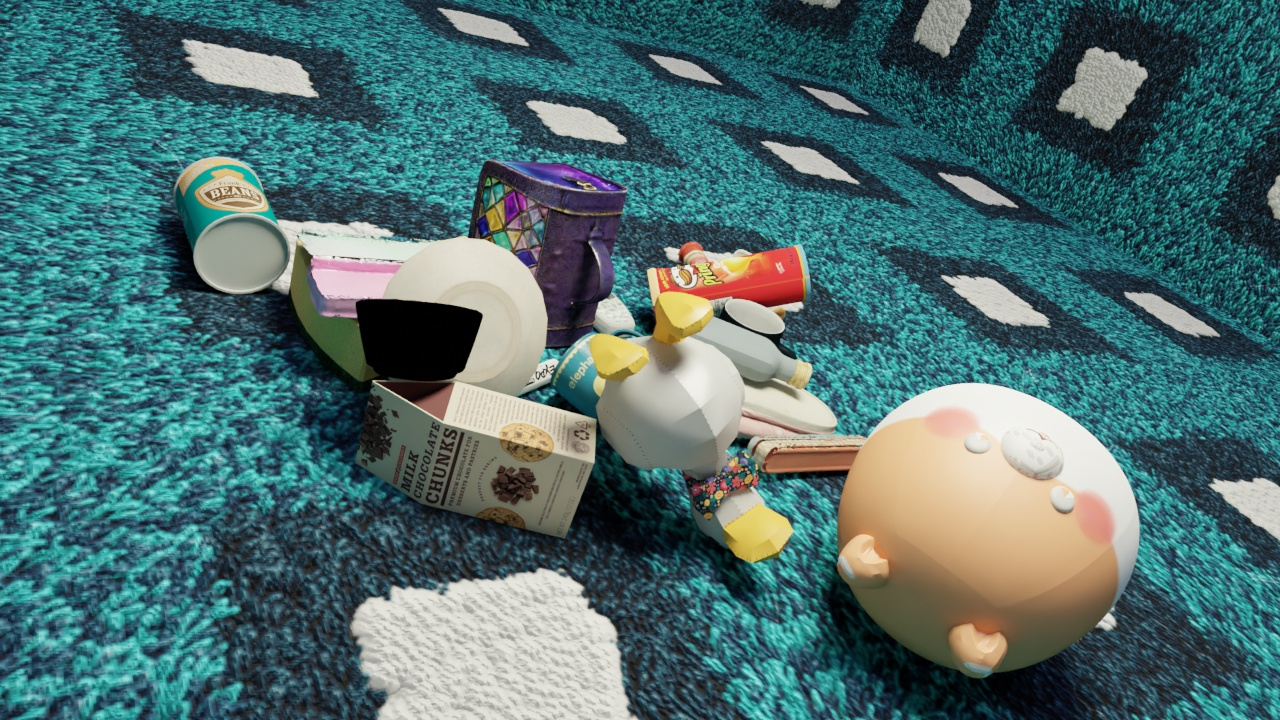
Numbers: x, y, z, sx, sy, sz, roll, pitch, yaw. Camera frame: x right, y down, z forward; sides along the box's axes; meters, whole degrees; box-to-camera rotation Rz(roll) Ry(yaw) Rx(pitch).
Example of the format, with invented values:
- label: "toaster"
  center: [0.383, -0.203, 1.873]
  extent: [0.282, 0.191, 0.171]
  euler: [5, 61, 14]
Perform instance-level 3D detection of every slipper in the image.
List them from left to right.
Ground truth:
- label: "slipper"
  center: [0.117, 0.052, 1.126]
  extent: [0.274, 0.055, 0.114]
  euler: [15, 28, -19]

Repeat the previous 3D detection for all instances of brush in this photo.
- label: "brush"
  center: [-0.257, -0.062, 1.054]
  extent: [0.249, 0.075, 0.195]
  euler: [-8, 40, -41]

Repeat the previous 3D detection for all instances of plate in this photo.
- label: "plate"
  center: [-0.176, -0.031, 0.947]
  extent: [0.188, 0.189, 0.027]
  euler: [0, 8, -33]

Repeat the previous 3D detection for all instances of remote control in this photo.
- label: "remote control"
  center: [-0.052, -0.069, 1.250]
  extent: [0.060, 0.028, 0.114]
  euler: [-1, 35, -35]

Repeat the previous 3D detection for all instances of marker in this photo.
- label: "marker"
  center: [-0.114, 0.016, 1.068]
  extent: [0.025, 0.025, 0.125]
  euler: [34, 31, 22]

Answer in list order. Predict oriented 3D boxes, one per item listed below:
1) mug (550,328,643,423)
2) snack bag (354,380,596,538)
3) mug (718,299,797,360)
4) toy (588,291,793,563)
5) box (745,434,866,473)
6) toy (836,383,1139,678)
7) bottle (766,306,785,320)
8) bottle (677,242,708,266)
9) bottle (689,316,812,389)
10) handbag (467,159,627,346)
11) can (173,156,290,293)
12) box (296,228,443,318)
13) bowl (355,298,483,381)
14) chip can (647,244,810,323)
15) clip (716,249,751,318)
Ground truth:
- label: "mug"
  center: [-0.027, 0.020, 1.036]
  extent: [0.104, 0.112, 0.084]
  euler: [39, -5, 16]
- label: "snack bag"
  center: [-0.154, 0.084, 0.852]
  extent: [0.206, 0.095, 0.069]
  euler: [16, 29, -10]
- label: "mug"
  center: [0.151, -0.012, 1.216]
  extent: [0.121, 0.095, 0.085]
  euler: [25, 29, 7]
- label: "toy"
  center: [0.040, 0.064, 0.891]
  extent: [0.140, 0.268, 0.247]
  euler: [-33, 38, -14]
- label: "box"
  center: [0.210, 0.114, 1.093]
  extent: [0.186, 0.053, 0.058]
  euler: [1, 76, -31]
- label: "toy"
  center: [0.315, 0.159, 0.864]
  extent: [0.263, 0.266, 0.279]
  euler: [37, 48, 22]
- label: "bottle"
  center: [0.170, -0.092, 1.397]
  extent: [0.063, 0.063, 0.108]
  euler: [-12, 43, -45]
- label: "bottle"
  center: [0.093, -0.148, 1.465]
  extent: [0.044, 0.044, 0.109]
  euler: [8, 31, -22]
- label: "bottle"
  center: [0.132, -0.008, 1.133]
  extent: [0.161, 0.046, 0.072]
  euler: [21, 26, -6]
- label: "handbag"
  center: [-0.111, -0.142, 1.160]
  extent: [0.125, 0.205, 0.222]
  euler: [-9, 35, -42]
- label: "can"
  center: [-0.469, -0.156, 1.050]
  extent: [0.099, 0.099, 0.144]
  euler: [-2, 36, -35]
- label: "box"
  center: [-0.248, -0.096, 1.000]
  extent: [0.230, 0.035, 0.159]
  euler: [0, 35, -33]
- label: "bowl"
  center: [-0.207, -0.019, 0.853]
  extent: [0.115, 0.062, 0.115]
  euler: [7, 9, -1]
- label: "chip can"
  center: [0.121, -0.102, 1.267]
  extent: [0.213, 0.087, 0.087]
  euler: [-10, 32, 3]
- label: "clip"
  center: [0.132, -0.086, 1.338]
  extent: [0.125, 0.082, 0.147]
  euler: [29, 69, 11]
